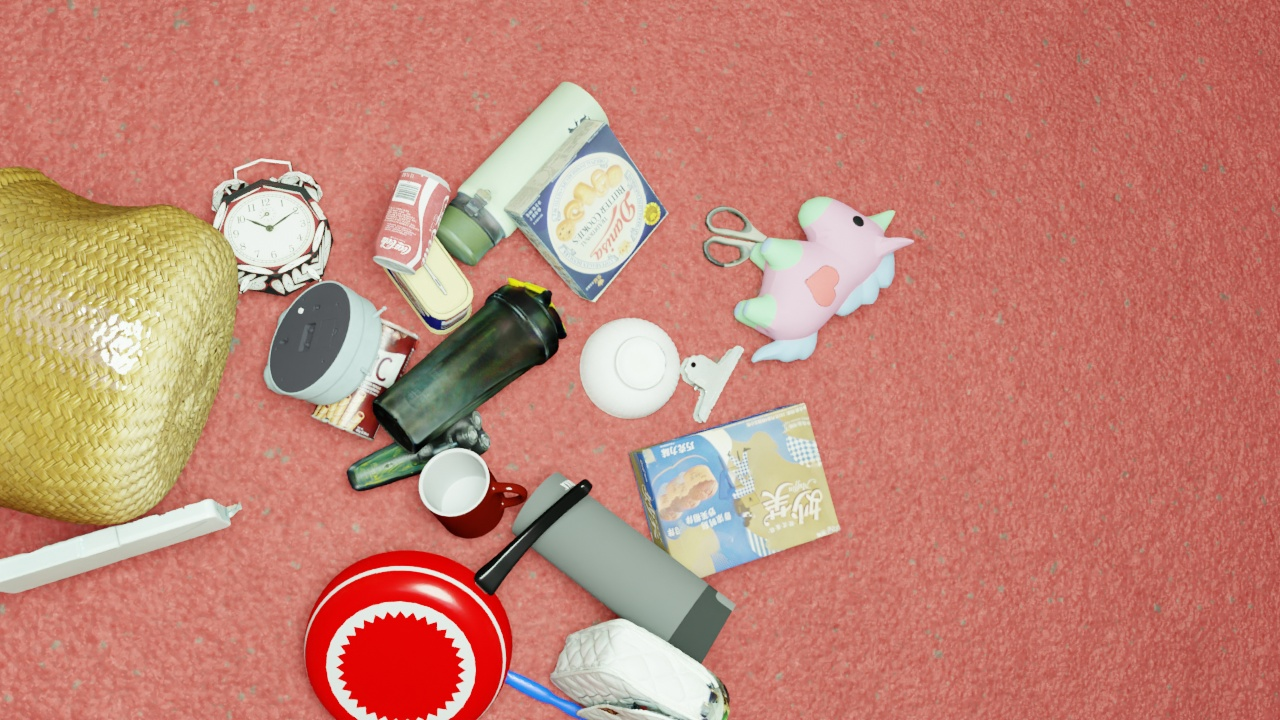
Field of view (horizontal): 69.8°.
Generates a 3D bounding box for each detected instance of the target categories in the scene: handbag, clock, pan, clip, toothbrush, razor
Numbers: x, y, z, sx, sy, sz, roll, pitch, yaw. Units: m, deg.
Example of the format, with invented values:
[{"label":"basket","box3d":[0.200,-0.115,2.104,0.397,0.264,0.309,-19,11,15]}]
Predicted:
[{"label":"handbag","box3d":[-0.010,0.336,0.938,0.139,0.195,0.072,34,59,-8]},{"label":"clock","box3d":[-0.329,-0.015,0.935,0.045,0.160,0.122,32,58,-49]},{"label":"pan","box3d":[-0.182,0.247,0.923,0.356,0.067,0.209,-42,102,8]},{"label":"clock","box3d":[-0.386,-0.142,0.964,0.114,0.065,0.154,-11,71,-14]},{"label":"clip","box3d":[0.078,0.017,1.074,0.058,0.050,0.101,34,76,-21]},{"label":"toothbrush","box3d":[-0.081,0.381,1.012,0.182,0.018,0.016,29,83,-6]},{"label":"razor","box3d":[-0.235,0.098,0.973,0.151,0.067,0.054,-21,91,-22]}]

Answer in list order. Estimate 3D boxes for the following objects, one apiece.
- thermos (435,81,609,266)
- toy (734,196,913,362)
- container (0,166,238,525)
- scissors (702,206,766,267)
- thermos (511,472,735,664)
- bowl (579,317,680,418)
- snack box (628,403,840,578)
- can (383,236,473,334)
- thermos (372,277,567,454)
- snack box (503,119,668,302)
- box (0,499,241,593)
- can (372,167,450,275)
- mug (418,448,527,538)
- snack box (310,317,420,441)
[{"label":"thermos","box3d":[-0.136,-0.206,1.023,0.082,0.082,0.231,43,77,-6]},{"label":"toy","box3d":[0.212,-0.090,1.087,0.171,0.120,0.222,16,88,-9]},{"label":"container","box3d":[-0.488,-0.004,0.810,0.196,0.307,0.306,19,80,-15]},{"label":"scissors","box3d":[0.151,-0.131,1.123,0.171,0.013,0.121,36,77,-12]},{"label":"thermos","box3d":[-0.017,0.221,0.967,0.240,0.082,0.082,35,76,13]},{"label":"bowl","box3d":[-0.006,0.006,1.043,0.118,0.062,0.118,1,84,-13]},{"label":"snack box","box3d":[0.107,0.150,1.052,0.202,0.069,0.155,-15,89,-15]},{"label":"can","box3d":[-0.228,-0.089,0.983,0.056,0.092,0.116,-37,93,-15]},{"label":"thermos","box3d":[-0.176,0.002,0.968,0.220,0.098,0.098,-41,95,-26]},{"label":"snack box","box3d":[-0.056,-0.166,1.024,0.144,0.043,0.145,-51,129,-13]},{"label":"box","box3d":[-0.490,0.174,0.870,0.197,0.135,0.040,-15,80,-15]},{"label":"can","box3d":[-0.228,-0.138,0.911,0.054,0.054,0.096,20,80,-11]},{"label":"mug","box3d":[-0.169,0.141,0.962,0.106,0.083,0.073,0,64,5]},{"label":"snack box","box3d":[-0.290,0.017,0.969,0.072,0.072,0.121,24,79,-10]}]
